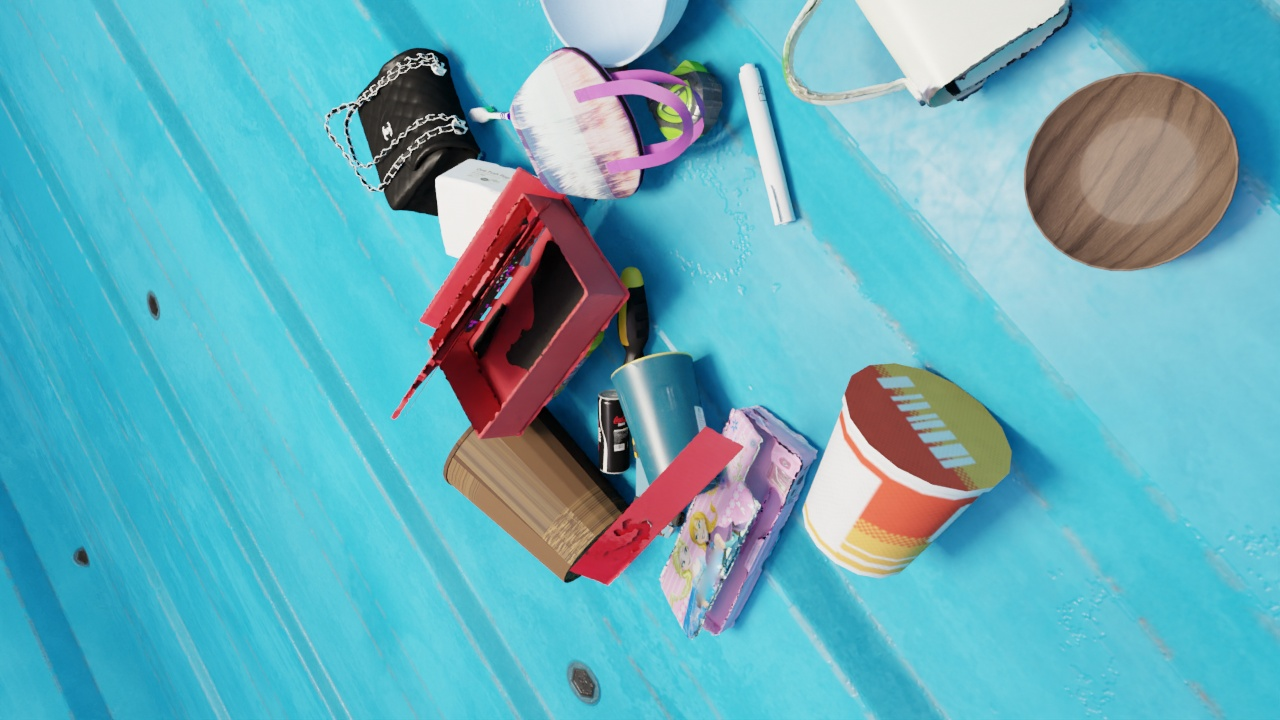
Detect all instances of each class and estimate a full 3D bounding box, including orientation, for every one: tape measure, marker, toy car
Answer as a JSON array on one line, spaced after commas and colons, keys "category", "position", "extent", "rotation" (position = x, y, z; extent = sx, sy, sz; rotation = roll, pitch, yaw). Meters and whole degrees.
[{"category": "tape measure", "position": [0.041, -0.218, 0.780], "extent": [0.066, 0.035, 0.058], "rotation": [-29, 74, 46]}, {"category": "marker", "position": [0.102, -0.176, 0.747], "extent": [0.017, 0.020, 0.133], "rotation": [-11, 95, 45]}, {"category": "toy car", "position": [0.023, 0.119, 0.901], "extent": [0.060, 0.027, 0.108], "rotation": [19, 119, 37]}]

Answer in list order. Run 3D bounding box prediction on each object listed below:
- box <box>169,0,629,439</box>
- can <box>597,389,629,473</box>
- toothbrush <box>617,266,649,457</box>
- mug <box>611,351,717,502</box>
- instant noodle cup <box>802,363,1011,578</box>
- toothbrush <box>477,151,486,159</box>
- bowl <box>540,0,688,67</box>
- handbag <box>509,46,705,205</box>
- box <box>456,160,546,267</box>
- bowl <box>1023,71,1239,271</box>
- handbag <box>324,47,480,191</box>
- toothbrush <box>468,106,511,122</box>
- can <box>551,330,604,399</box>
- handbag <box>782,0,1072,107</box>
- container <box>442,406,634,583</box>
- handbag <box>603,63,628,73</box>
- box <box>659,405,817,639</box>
[{"category": "box", "position": [-0.218, -0.126, 0.859], "extent": [0.425, 0.127, 0.213], "rotation": [41, 122, -1]}, {"category": "can", "position": [-0.027, 0.072, 0.928], "extent": [0.032, 0.031, 0.080], "rotation": [13, 111, 39]}, {"category": "toothbrush", "position": [-0.005, 0.005, 0.893], "extent": [0.031, 0.031, 0.197], "rotation": [17, 117, 42]}, {"category": "mug", "position": [0.026, 0.062, 0.828], "extent": [0.078, 0.078, 0.121], "rotation": [-32, 66, 43]}, {"category": "instant noodle cup", "position": [0.188, 0.089, 0.689], "extent": [0.123, 0.123, 0.121], "rotation": [42, 134, 25]}, {"category": "toothbrush", "position": [-0.215, -0.202, 1.025], "extent": [0.135, 0.017, 0.021], "rotation": [-23, 70, 43]}, {"category": "bowl", "position": [-0.012, -0.326, 0.759], "extent": [0.151, 0.074, 0.151], "rotation": [25, 130, 34]}, {"category": "handbag", "position": [-0.020, -0.200, 0.777], "extent": [0.170, 0.067, 0.145], "rotation": [4, 131, 41]}, {"category": "box", "position": [-0.135, -0.154, 0.945], "extent": [0.108, 0.101, 0.103], "rotation": [21, 134, 26]}, {"category": "bowl", "position": [0.306, -0.117, 0.573], "extent": [0.119, 0.032, 0.119], "rotation": [14, 112, 39]}, {"category": "handbag", "position": [-0.248, -0.248, 0.967], "extent": [0.125, 0.114, 0.153], "rotation": [-36, 63, 36]}, {"category": "toothbrush", "position": [-0.112, -0.243, 0.913], "extent": [0.187, 0.016, 0.015], "rotation": [16, 124, 42]}, {"category": "can", "position": [-0.088, -0.012, 0.934], "extent": [0.067, 0.067, 0.105], "rotation": [54, 131, 16]}, {"category": "handbag", "position": [0.173, -0.238, 0.615], "extent": [0.176, 0.073, 0.151], "rotation": [-35, 80, 23]}, {"category": "container", "position": [-0.100, 0.136, 0.955], "extent": [0.167, 0.131, 0.132], "rotation": [42, 127, 18]}, {"category": "handbag", "position": [-0.030, -0.230, 0.849], "extent": [0.055, 0.029, 0.120], "rotation": [17, 119, 44]}, {"category": "box", "position": [0.076, 0.154, 0.840], "extent": [0.084, 0.063, 0.231], "rotation": [38, 125, 28]}]
